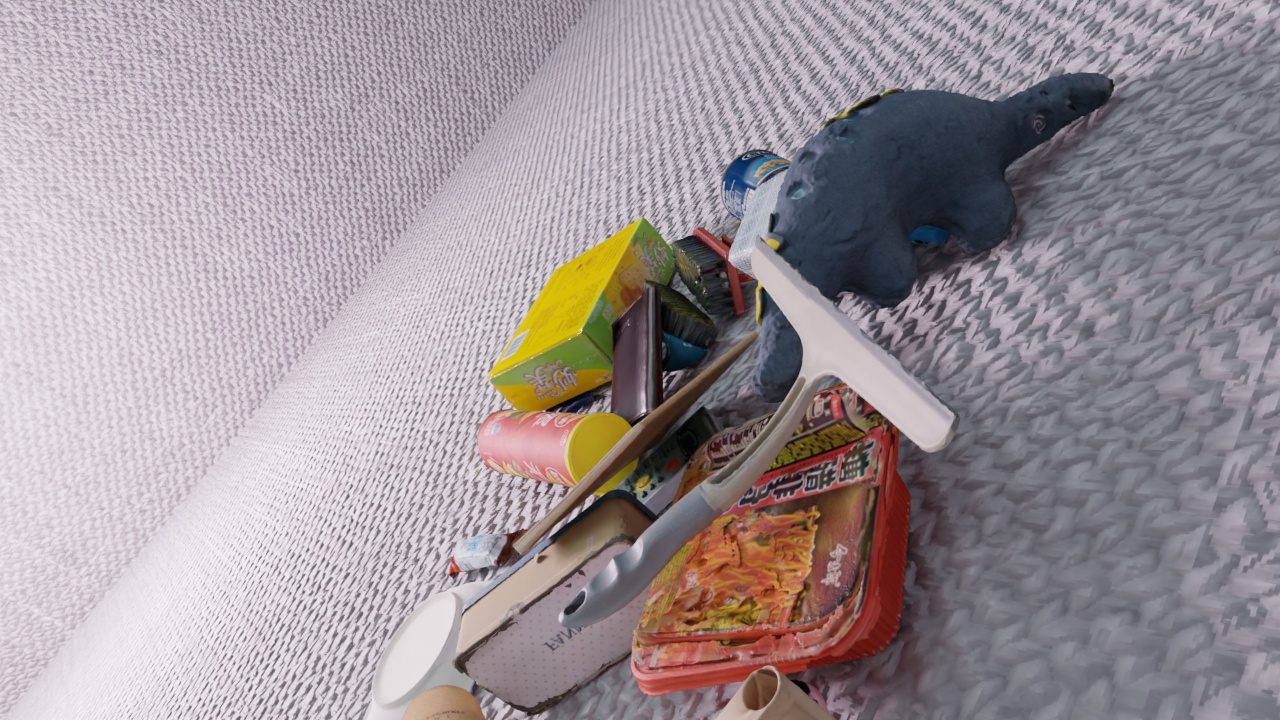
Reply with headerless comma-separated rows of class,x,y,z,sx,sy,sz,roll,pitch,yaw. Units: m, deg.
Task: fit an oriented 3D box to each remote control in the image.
remote control,0.014,0.096,0.748,0.135,0.019,0.056,-43,24,9

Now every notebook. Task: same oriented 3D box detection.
notebook,0.005,0.055,0.681,0.150,0.012,0.210,-47,-7,31

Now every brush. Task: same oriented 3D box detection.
brush,0.077,-0.094,0.899,0.069,0.063,0.145,-16,22,-5
brush,0.025,-0.029,0.886,0.073,0.055,0.144,-67,21,12

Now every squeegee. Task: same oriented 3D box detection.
squeegee,0.041,0.071,0.523,0.247,0.039,0.246,-50,27,11

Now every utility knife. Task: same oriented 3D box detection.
utility knife,0.199,-0.113,0.764,0.034,0.018,0.166,-51,23,-8

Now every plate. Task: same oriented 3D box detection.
plate,-0.189,0.262,0.816,0.164,0.034,0.163,-22,33,44

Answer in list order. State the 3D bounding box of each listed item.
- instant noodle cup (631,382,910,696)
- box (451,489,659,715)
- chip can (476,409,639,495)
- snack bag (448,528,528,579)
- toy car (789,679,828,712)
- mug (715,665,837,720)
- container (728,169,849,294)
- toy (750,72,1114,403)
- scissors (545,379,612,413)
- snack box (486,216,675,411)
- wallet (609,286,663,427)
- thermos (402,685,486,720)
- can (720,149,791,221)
instant noodle cup,0.085,0.111,0.533,0.165,0.079,0.188,-26,30,40
box,-0.043,0.170,0.648,0.184,0.090,0.059,-38,24,14
chip can,-0.085,0.082,0.874,0.073,0.073,0.217,-56,24,-19
snack bag,-0.150,0.183,0.880,0.106,0.026,0.045,-21,26,44
toy car,0.055,0.215,0.478,0.123,0.037,0.056,-49,18,26
mug,0.052,0.209,0.403,0.124,0.103,0.084,-50,24,-7
container,0.138,-0.104,0.748,0.112,0.090,0.089,-11,54,66
toy,0.178,-0.117,0.638,0.355,0.091,0.138,-38,65,-14
scissors,-0.049,0.036,0.957,0.147,0.012,0.169,-44,23,6
snack box,-0.059,-0.049,1.013,0.158,0.070,0.209,-25,27,38
wallet,-0.005,0.005,0.845,0.097,0.020,0.122,-35,49,57
thermos,-0.131,0.282,0.628,0.093,0.093,0.143,-49,16,-5
can,0.128,-0.156,0.879,0.075,0.075,0.111,-44,24,6
